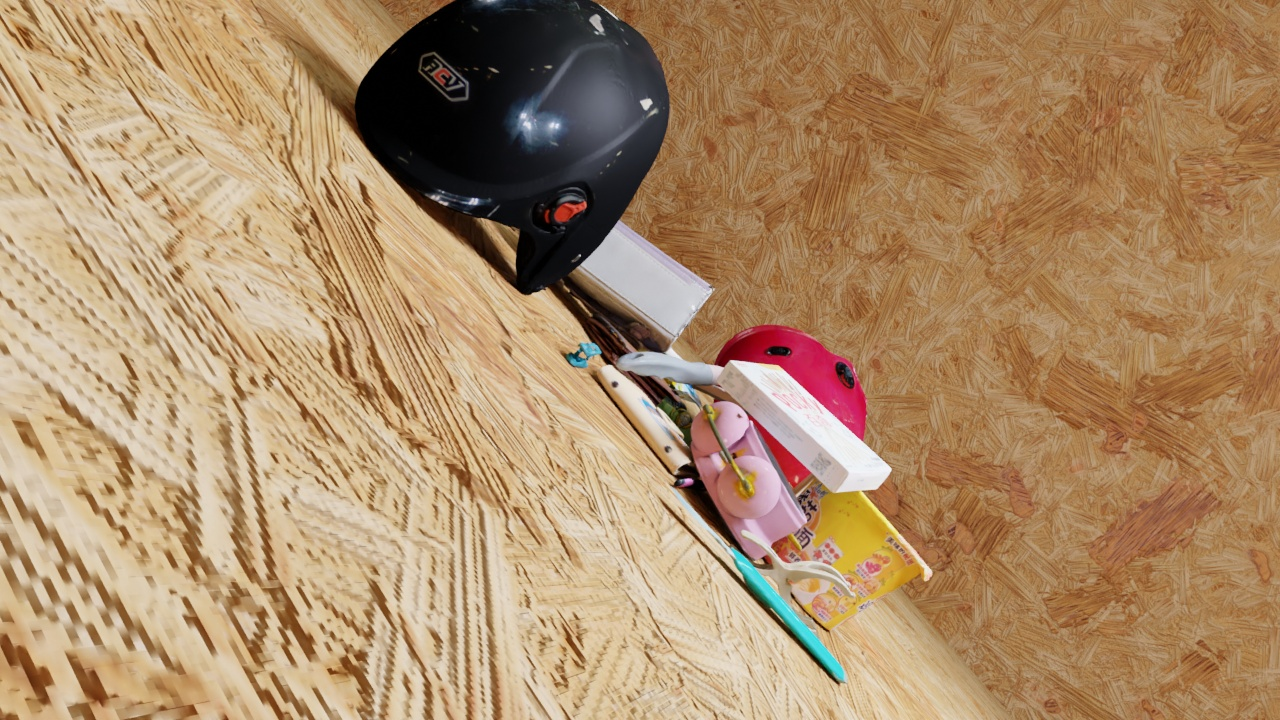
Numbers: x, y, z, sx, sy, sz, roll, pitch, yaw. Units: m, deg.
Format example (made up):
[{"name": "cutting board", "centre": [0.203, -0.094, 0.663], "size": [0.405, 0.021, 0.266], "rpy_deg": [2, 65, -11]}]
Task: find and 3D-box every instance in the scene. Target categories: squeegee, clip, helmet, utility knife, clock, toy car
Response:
[{"name": "squeegee", "centre": [0.067, 0.023, 0.896], "size": [0.249, 0.040, 0.248], "rpy_deg": [21, 4, -46]}, {"name": "clip", "centre": [0.115, 0.185, 0.728], "size": [0.103, 0.093, 0.035], "rpy_deg": [13, 6, 2]}, {"name": "helmet", "centre": [-0.105, -0.212, 0.804], "size": [0.233, 0.231, 0.274], "rpy_deg": [48, 25, 16]}, {"name": "utility knife", "centre": [0.090, 0.169, 0.672], "size": [0.216, 0.013, 0.029], "rpy_deg": [50, 6, -15]}, {"name": "helmet", "centre": [0.193, 0.083, 1.221], "size": [0.240, 0.207, 0.143], "rpy_deg": [54, 27, -27]}, {"name": "clip", "centre": [-0.048, -0.004, 0.777], "size": [0.014, 0.043, 0.056], "rpy_deg": [48, 8, 8]}, {"name": "clock", "centre": [0.088, 0.099, 0.785], "size": [0.158, 0.060, 0.117], "rpy_deg": [50, 13, -49]}, {"name": "toy car", "centre": [0.047, 0.075, 0.892], "size": [0.091, 0.036, 0.043], "rpy_deg": [47, 4, -7]}]

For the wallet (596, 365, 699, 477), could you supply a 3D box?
[{"name": "wallet", "centre": [0.011, 0.057, 0.818], "size": [0.115, 0.024, 0.087], "rpy_deg": [49, 10, 22]}]

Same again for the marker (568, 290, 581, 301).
[{"name": "marker", "centre": [-0.029, -0.058, 1.143], "size": [0.132, 0.022, 0.020], "rpy_deg": [32, 21, -3]}]

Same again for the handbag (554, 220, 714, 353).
[{"name": "handbag", "centre": [-0.027, -0.094, 1.055], "size": [0.197, 0.098, 0.145], "rpy_deg": [38, -6, 3]}]

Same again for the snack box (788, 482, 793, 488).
[{"name": "snack box", "centre": [0.187, 0.190, 1.125], "size": [0.077, 0.027, 0.156], "rpy_deg": [49, -6, 8]}]

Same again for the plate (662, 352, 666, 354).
[{"name": "plate", "centre": [-0.025, -0.056, 1.256], "size": [0.179, 0.024, 0.179], "rpy_deg": [39, 1, -1]}]

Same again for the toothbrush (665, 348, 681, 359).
[{"name": "toothbrush", "centre": [0.038, -0.010, 1.174], "size": [0.180, 0.016, 0.016], "rpy_deg": [42, 4, -14]}]

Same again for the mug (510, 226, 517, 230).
[{"name": "mug", "centre": [-0.110, -0.164, 1.202], "size": [0.124, 0.084, 0.103], "rpy_deg": [23, 11, -8]}]

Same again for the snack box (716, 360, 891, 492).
[{"name": "snack box", "centre": [0.147, 0.058, 0.830], "size": [0.084, 0.027, 0.157], "rpy_deg": [5, 33, -50]}]

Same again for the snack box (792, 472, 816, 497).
[{"name": "snack box", "centre": [0.195, 0.183, 1.004], "size": [0.094, 0.093, 0.077], "rpy_deg": [49, 5, 8]}]

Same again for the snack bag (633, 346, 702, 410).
[{"name": "snack bag", "centre": [0.032, 0.020, 1.196], "size": [0.110, 0.039, 0.191], "rpy_deg": [37, 1, 19]}]

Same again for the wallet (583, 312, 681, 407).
[{"name": "wallet", "centre": [-0.006, 0.006, 1.010], "size": [0.124, 0.032, 0.101], "rpy_deg": [46, 3, -34]}]

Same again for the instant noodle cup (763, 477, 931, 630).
[{"name": "instant noodle cup", "centre": [0.184, 0.177, 0.864], "size": [0.138, 0.110, 0.138], "rpy_deg": [48, 5, -5]}]

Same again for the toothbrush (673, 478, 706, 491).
[{"name": "toothbrush", "centre": [0.054, 0.112, 0.809], "size": [0.017, 0.014, 0.189], "rpy_deg": [62, 9, 14]}]
